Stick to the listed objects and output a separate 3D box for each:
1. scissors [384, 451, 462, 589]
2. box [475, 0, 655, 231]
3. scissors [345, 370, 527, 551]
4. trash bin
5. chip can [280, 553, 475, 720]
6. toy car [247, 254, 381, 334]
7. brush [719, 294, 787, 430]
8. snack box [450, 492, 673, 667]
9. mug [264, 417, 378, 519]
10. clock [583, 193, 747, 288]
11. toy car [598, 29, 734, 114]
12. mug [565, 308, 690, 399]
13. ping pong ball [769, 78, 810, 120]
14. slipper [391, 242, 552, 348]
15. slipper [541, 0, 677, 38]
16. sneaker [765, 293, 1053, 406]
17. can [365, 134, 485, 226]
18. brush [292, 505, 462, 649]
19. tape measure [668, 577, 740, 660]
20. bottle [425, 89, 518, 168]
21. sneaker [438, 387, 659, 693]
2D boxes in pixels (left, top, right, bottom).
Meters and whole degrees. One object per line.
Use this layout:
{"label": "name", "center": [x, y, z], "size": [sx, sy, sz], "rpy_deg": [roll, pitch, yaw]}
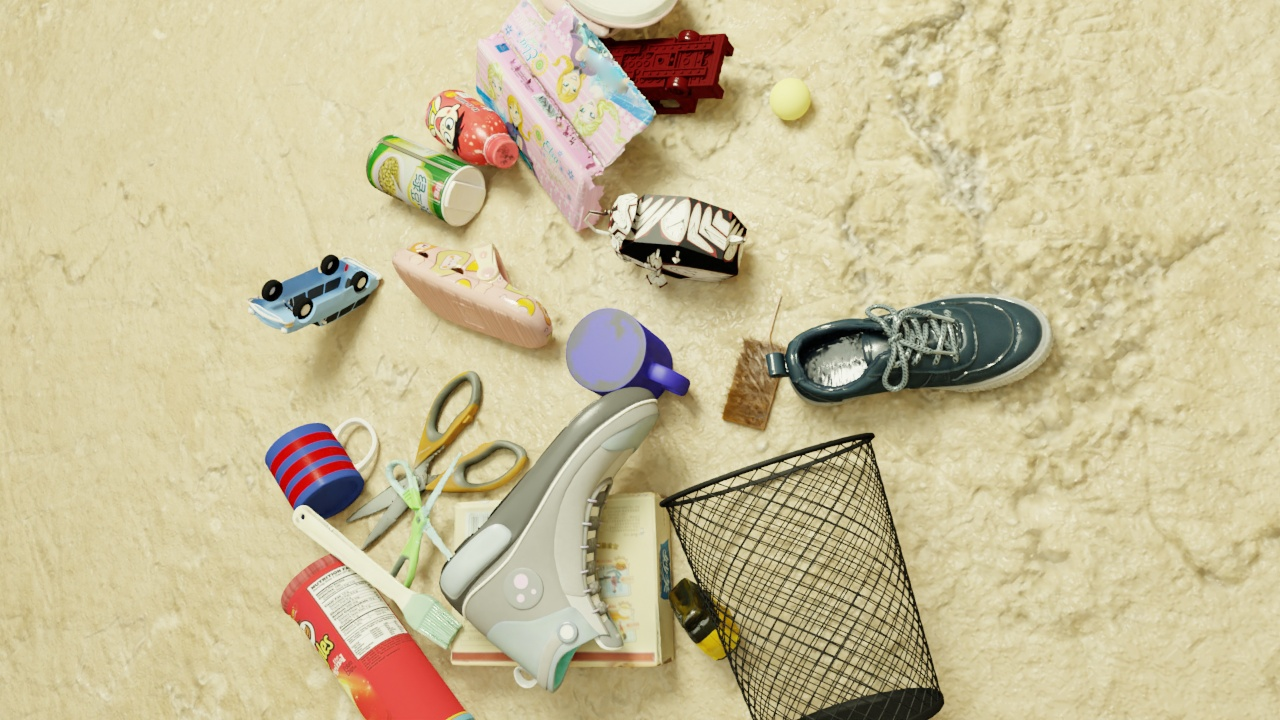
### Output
{"label": "scissors", "center": [-0.218, 0.159, 0.913], "size": [0.173, 0.021, 0.171], "rpy_deg": [42, 107, 44]}
{"label": "box", "center": [-0.093, -0.265, 0.944], "size": [0.230, 0.061, 0.161], "rpy_deg": [55, 134, 22]}
{"label": "scissors", "center": [-0.225, 0.106, 0.963], "size": [0.225, 0.016, 0.175], "rpy_deg": [-24, 70, 15]}
{"label": "trash bin", "center": [0.135, 0.187, 0.735], "size": [0.184, 0.184, 0.210], "rpy_deg": [-21, 77, 14]}
{"label": "chip can", "center": [-0.257, 0.291, 0.893], "size": [0.087, 0.087, 0.213], "rpy_deg": [-47, 68, 4]}
{"label": "toy car", "center": [-0.349, -0.068, 0.989], "size": [0.056, 0.153, 0.055], "rpy_deg": [28, 125, 15]}
{"label": "brush", "center": [0.112, 0.000, 0.866], "size": [0.048, 0.017, 0.126], "rpy_deg": [14, 82, 22]}
{"label": "snack box", "center": [-0.074, 0.206, 0.863], "size": [0.208, 0.055, 0.153], "rpy_deg": [-6, 75, 18]}
{"label": "mug", "center": [-0.329, 0.109, 0.975], "size": [0.111, 0.075, 0.076], "rpy_deg": [-33, 66, -18]}
{"label": "clock", "center": [0.019, -0.110, 0.869], "size": [0.155, 0.115, 0.065], "rpy_deg": [12, 81, 4]}
{"label": "toy car", "center": [0.015, -0.294, 0.944], "size": [0.170, 0.061, 0.070], "rpy_deg": [8, 80, 31]}
{"label": "mug", "center": [-0.005, 0.005, 0.871], "size": [0.111, 0.083, 0.079], "rpy_deg": [22, 85, 23]}
{"label": "ping pong ball", "center": [0.147, -0.257, 0.902], "size": [0.040, 0.040, 0.040], "rpy_deg": [-5, 76, 18]}
{"label": "slipper", "center": [-0.164, -0.079, 0.955], "size": [0.197, 0.093, 0.081], "rpy_deg": [24, 66, 21]}
{"label": "slipper", "center": [-0.051, -0.407, 0.987], "size": [0.114, 0.054, 0.274], "rpy_deg": [-36, 50, -9]}
{"label": "sneaker", "center": [0.229, -0.013, 0.789], "size": [0.236, 0.087, 0.089], "rpy_deg": [-13, 73, 17]}
{"label": "can", "center": [-0.236, -0.199, 1.011], "size": [0.121, 0.067, 0.067], "rpy_deg": [26, 87, 23]}
{"label": "brush", "center": [-0.260, 0.204, 0.887], "size": [0.218, 0.012, 0.033], "rpy_deg": [31, 90, 19]}
{"label": "tape measure", "center": [0.059, 0.227, 0.806], "size": [0.037, 0.065, 0.064], "rpy_deg": [-44, 104, 2]}
{"label": "bottle", "center": [-0.176, -0.243, 0.985], "size": [0.062, 0.062, 0.137], "rpy_deg": [-52, 48, 2]}
{"label": "sneaker", "center": [-0.043, 0.156, 0.793], "size": [0.160, 0.093, 0.257], "rpy_deg": [44, 92, 15]}
